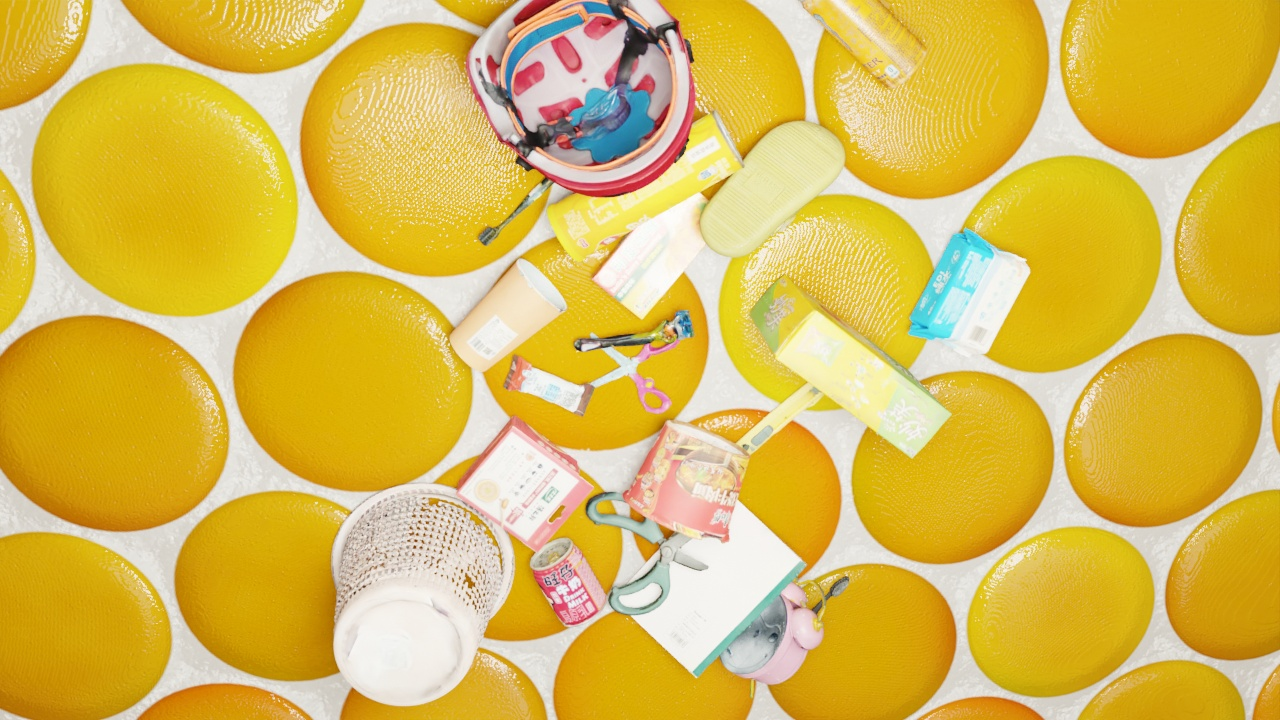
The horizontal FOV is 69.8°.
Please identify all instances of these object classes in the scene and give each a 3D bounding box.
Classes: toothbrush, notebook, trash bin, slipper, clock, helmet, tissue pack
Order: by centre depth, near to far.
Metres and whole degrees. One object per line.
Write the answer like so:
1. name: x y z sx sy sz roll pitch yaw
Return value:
1. helmet: -0.040 -0.262 0.934 0.207 0.144 0.240 -35 77 6
2. toothbrush: -0.112 -0.195 1.031 0.186 0.017 0.012 -42 70 7
3. slipper: 0.143 -0.187 1.032 0.190 0.081 0.091 -44 80 -7
4. trash bin: -0.264 0.283 1.071 0.227 0.192 0.228 -2 107 -5
5. tissue pack: 0.389 -0.079 1.094 0.090 0.063 0.140 20 105 -13
6. notebook: 0.087 0.283 1.172 0.150 0.012 0.209 43 99 5
7. clock: 0.173 0.343 1.175 0.060 0.117 0.159 37 102 -26
8. toothbrush: 0.215 0.359 1.234 0.014 0.016 0.190 40 100 -8

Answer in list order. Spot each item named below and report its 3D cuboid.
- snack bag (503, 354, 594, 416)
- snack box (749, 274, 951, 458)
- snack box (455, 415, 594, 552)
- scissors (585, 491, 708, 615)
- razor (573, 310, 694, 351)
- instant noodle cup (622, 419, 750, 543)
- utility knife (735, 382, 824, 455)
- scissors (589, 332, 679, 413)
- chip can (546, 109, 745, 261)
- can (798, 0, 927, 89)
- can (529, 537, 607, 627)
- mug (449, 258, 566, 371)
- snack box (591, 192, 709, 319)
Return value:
1. snack bag: -0.109 0.031 1.095 0.104 0.026 0.048 19 110 -12
2. snack box: 0.236 0.003 1.054 0.210 0.157 0.070 35 104 -15
3. snack box: -0.140 0.150 1.119 0.127 0.044 0.113 39 99 -14
4. scissors: -0.009 0.234 1.150 0.179 0.019 0.171 45 114 2
5. razor: -0.009 -0.027 1.075 0.143 0.022 0.043 -10 135 6
6. instant noodle cup: 0.060 0.139 1.097 0.138 0.138 0.108 21 94 -12
7. utility knife: 0.152 0.093 1.151 0.213 0.022 0.031 -41 101 11
8. scissors: -0.006 0.005 1.105 0.133 0.017 0.135 41 102 -12
9. chip can: 0.004 -0.189 0.999 0.214 0.072 0.072 -28 108 13
10. can: 0.241 -0.363 0.996 0.146 0.058 0.058 38 99 -15
11. can: -0.091 0.277 1.150 0.066 0.066 0.094 -26 108 2
12. mug: -0.154 -0.047 1.044 0.123 0.078 0.078 -41 106 11
13. snack box: 0.022 -0.131 1.059 0.077 0.027 0.156 38 99 -14
